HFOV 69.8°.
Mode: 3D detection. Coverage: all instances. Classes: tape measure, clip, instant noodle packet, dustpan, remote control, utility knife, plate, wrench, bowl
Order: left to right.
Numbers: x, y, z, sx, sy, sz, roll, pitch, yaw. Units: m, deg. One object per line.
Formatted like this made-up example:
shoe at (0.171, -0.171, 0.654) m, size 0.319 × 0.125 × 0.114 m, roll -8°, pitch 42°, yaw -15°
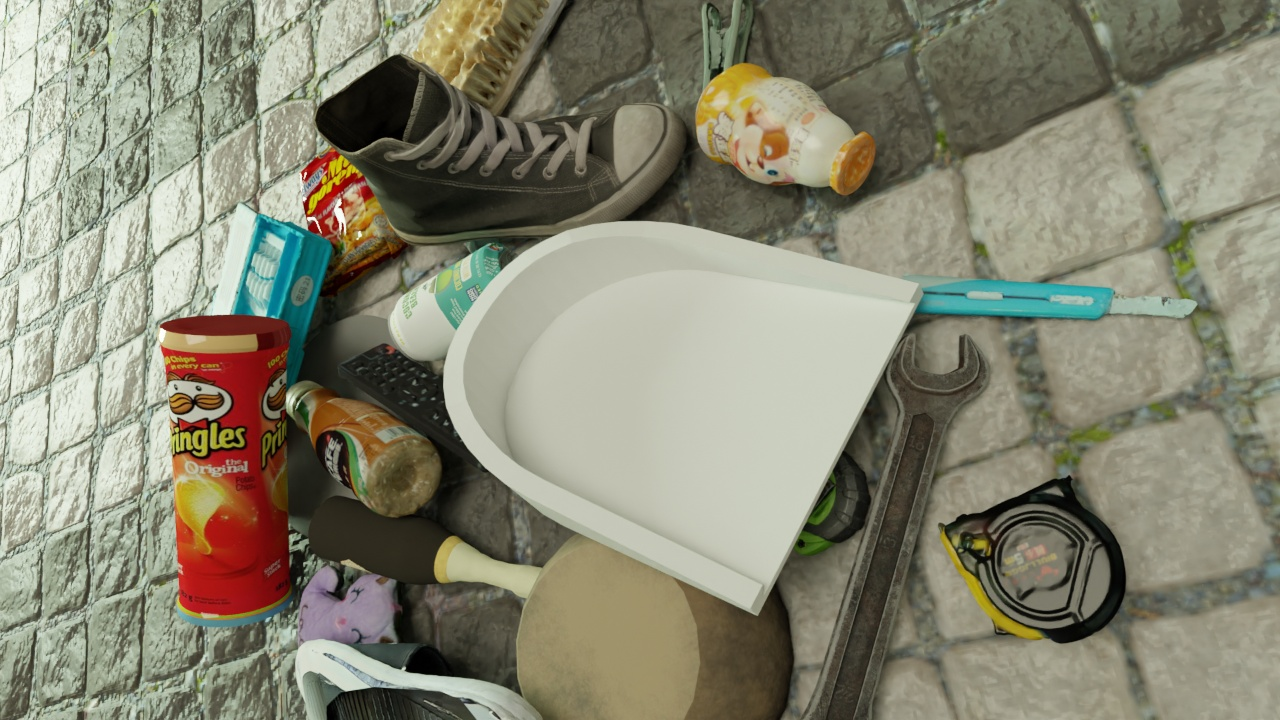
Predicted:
plate at (-0.229, 0.052, 0.718) m, size 0.179 × 0.012 × 0.178 m, roll -9°, pitch 73°, yaw 29°
instant noodle packet at (-0.239, -0.124, 0.757) m, size 0.099 × 0.039 × 0.135 m, roll -29°, pitch 64°, yaw 30°
remote control at (-0.148, 0.034, 0.648) m, size 0.150 × 0.047 × 0.022 m, roll 29°, pitch 130°, yaw 26°
dustpan at (-0.003, 0.003, 0.526) m, size 0.258 × 0.053 × 0.191 m, roll 15°, pitch 66°, yaw 42°
bowl at (-0.002, 0.163, 0.516) m, size 0.162 × 0.070 × 0.162 m, roll -9°, pitch 73°, yaw 29°
clip at (0.056, -0.205, 0.607) m, size 0.037 × 0.023 × 0.075 m, roll -1°, pitch 78°, yaw 30°
tape measure at (0.091, 0.071, 0.503) m, size 0.065 × 0.035 × 0.059 m, roll 41°, pitch 99°, yaw 33°
wrench at (0.121, 0.113, 0.471) m, size 0.070 × 0.010 × 0.273 m, roll 18°, pitch 85°, yaw -3°
utility knife at (0.206, -0.033, 0.475) m, size 0.141 × 0.015 × 0.022 m, roll 4°, pitch 82°, yaw 29°
tape measure at (0.189, 0.097, 0.435) m, size 0.072 × 0.042 × 0.072 m, roll -28°, pitch 60°, yaw 17°

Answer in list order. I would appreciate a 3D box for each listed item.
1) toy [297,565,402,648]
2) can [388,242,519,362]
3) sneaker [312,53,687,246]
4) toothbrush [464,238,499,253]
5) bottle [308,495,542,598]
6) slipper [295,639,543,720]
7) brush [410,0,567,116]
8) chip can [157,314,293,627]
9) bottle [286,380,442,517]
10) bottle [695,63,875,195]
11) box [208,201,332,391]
toy at (-0.210, 0.182, 0.659) m, size 0.100 × 0.036 × 0.080 m, roll -24°, pitch 60°, yaw 25°
can at (-0.128, -0.039, 0.655) m, size 0.102 × 0.055 × 0.055 m, roll -26°, pitch 65°, yaw 23°
sneaker at (-0.092, -0.147, 0.610) m, size 0.235 × 0.120 × 0.095 m, roll -1°, pitch 66°, yaw 20°
toothbrush at (-0.172, -0.162, 0.733) m, size 0.027 × 0.027 × 0.222 m, roll -51°, pitch 56°, yaw 22°
bottle at (-0.139, 0.132, 0.621) m, size 0.185 × 0.045 × 0.045 m, roll 9°, pitch 82°, yaw 24°
slipper at (-0.128, 0.224, 0.566) m, size 0.265 × 0.063 × 0.111 m, roll -10°, pitch 96°, yaw 45°
brush at (-0.100, -0.288, 0.703) m, size 0.083 × 0.056 × 0.271 m, roll 34°, pitch 95°, yaw 34°
chip can at (-0.299, 0.078, 0.670) m, size 0.087 × 0.086 × 0.213 m, roll 12°, pitch 105°, yaw 33°
bottle at (-0.209, 0.055, 0.663) m, size 0.167 × 0.059 × 0.059 m, roll 25°, pitch 90°, yaw 42°
bottle at (0.086, -0.135, 0.546) m, size 0.109 × 0.063 × 0.063 m, roll 33°, pitch 95°, yaw 34°
box at (-0.341, -0.014, 0.775) m, size 0.182 × 0.039 × 0.227 m, roll 25°, pitch 99°, yaw 45°
